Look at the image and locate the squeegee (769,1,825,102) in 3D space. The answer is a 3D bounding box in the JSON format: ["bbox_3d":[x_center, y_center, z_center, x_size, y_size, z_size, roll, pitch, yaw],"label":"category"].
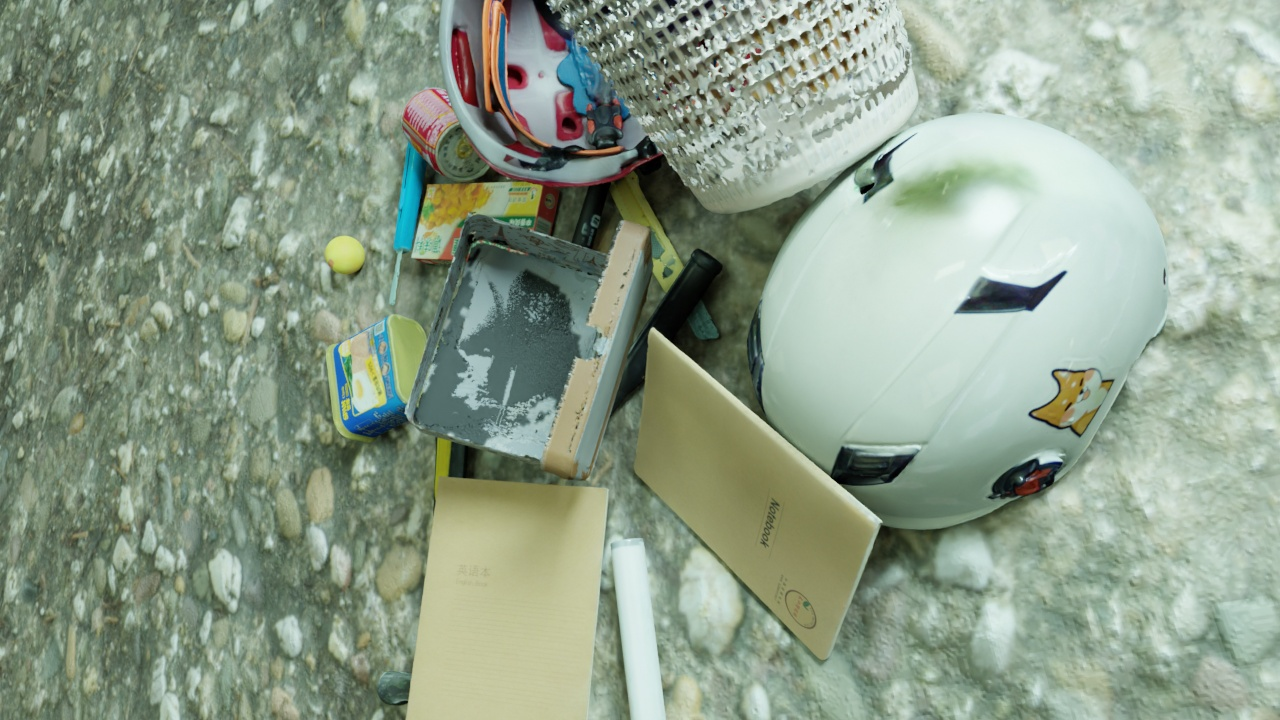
[{"bbox_3d":[0.030,-0.275,0.782,0.250,0.040,0.247,-12,72,32],"label":"squeegee"}]

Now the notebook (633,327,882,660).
[{"bbox_3d":[0.066,0.089,0.623,0.207,0.008,0.148,42,143,34],"label":"notebook"}]

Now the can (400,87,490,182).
[{"bbox_3d":[-0.184,-0.217,0.884,0.066,0.066,0.094,-54,45,10],"label":"can"}]

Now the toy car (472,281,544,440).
[{"bbox_3d":[-0.118,-0.007,0.810,0.070,0.042,0.158,-13,73,31],"label":"toy car"}]

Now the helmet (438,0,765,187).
[{"bbox_3d":[-0.027,-0.241,0.715,0.240,0.144,0.207,-10,96,4],"label":"helmet"}]

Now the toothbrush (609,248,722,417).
[{"bbox_3d":[-0.004,0.004,0.734,0.213,0.026,0.027,-55,48,17],"label":"toothbrush"}]

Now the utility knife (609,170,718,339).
[{"bbox_3d":[0.015,-0.095,0.762,0.031,0.021,0.206,-41,63,25],"label":"utility knife"}]

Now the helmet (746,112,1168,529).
[{"bbox_3d":[0.169,-0.031,0.552,0.274,0.156,0.230,-48,56,14],"label":"helmet"}]

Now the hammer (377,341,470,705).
[{"bbox_3d":[-0.168,0.137,0.811,0.126,0.032,0.323,-9,72,32],"label":"hammer"}]

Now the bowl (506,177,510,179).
[{"bbox_3d":[-0.101,-0.229,0.832,0.064,0.118,0.118,-13,65,-10],"label":"bowl"}]

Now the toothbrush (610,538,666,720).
[{"bbox_3d":[0.004,0.242,0.671,0.027,0.026,0.220,-11,71,8],"label":"toothbrush"}]

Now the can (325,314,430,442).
[{"bbox_3d":[-0.248,0.016,0.881,0.083,0.057,0.102,-25,65,24],"label":"can"}]

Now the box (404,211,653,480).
[{"bbox_3d":[-0.081,-0.012,0.675,0.157,0.194,0.183,16,80,-5],"label":"box"}]

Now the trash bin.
[{"bbox_3d":[0.062,-0.206,0.555,0.228,0.192,0.227,-28,19,10],"label":"trash bin"}]

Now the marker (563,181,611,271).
[{"bbox_3d":[-0.046,-0.118,0.795,0.022,0.020,0.132,22,96,60],"label":"marker"}]

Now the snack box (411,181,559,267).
[{"bbox_3d":[-0.149,-0.128,0.869,0.156,0.027,0.077,6,82,35],"label":"snack box"}]

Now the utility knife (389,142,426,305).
[{"bbox_3d":[-0.233,-0.144,0.916,0.034,0.018,0.204,-27,53,48],"label":"utility knife"}]

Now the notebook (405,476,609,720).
[{"bbox_3d":[-0.107,0.203,0.733,0.150,0.012,0.211,2,77,14],"label":"notebook"}]

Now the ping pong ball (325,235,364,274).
[{"bbox_3d":[-0.311,-0.111,0.965,0.040,0.040,0.040,-9,72,32],"label":"ping pong ball"}]
